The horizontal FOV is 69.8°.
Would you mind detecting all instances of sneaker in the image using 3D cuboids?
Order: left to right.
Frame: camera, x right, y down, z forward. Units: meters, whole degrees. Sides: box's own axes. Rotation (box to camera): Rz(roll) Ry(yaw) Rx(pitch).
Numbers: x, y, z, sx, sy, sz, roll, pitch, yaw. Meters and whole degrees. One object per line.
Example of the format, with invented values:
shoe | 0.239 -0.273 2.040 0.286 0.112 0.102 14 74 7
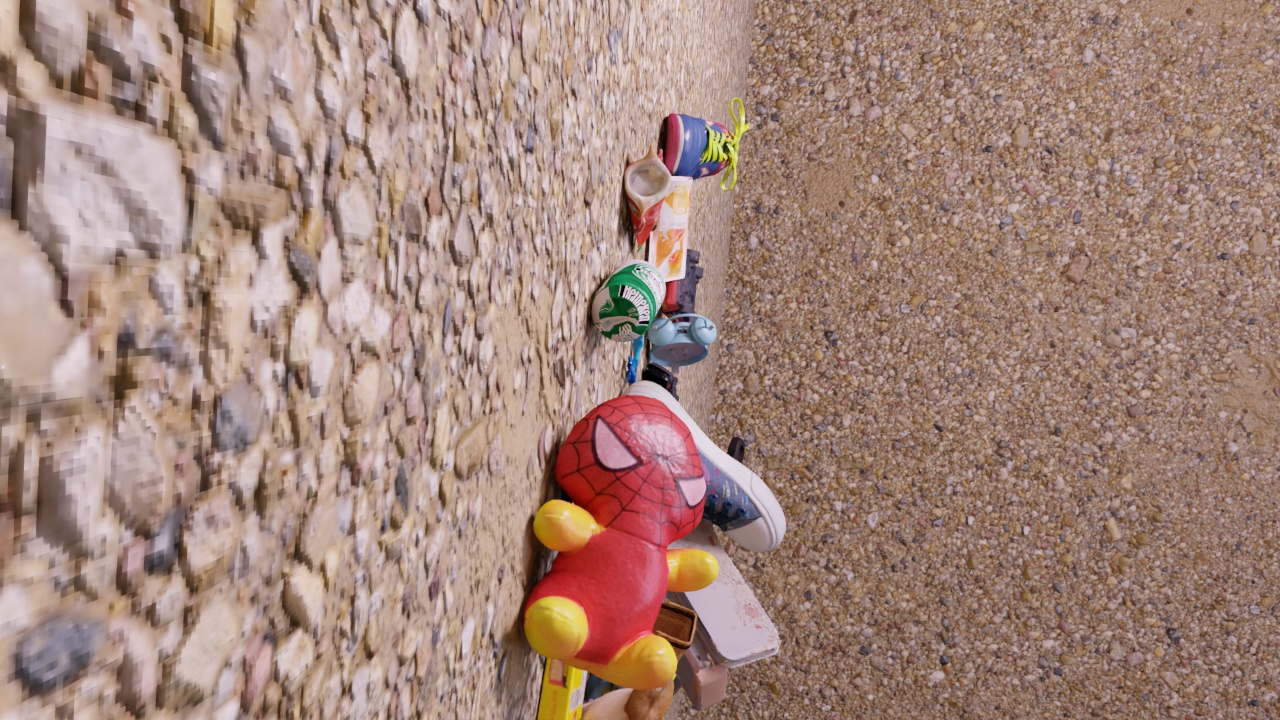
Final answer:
sneaker | 0.054 0.129 0.971 0.088 0.235 0.079 -37 -170 46
sneaker | 0.083 -0.273 1.155 0.241 0.091 0.116 -54 152 -73

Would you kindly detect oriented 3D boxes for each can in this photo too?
can | -0.009 -0.053 0.796 0.101 0.053 0.053 -64 159 -67

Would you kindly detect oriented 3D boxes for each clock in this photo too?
clock | -0.029 0.381 0.998 0.117 0.060 0.162 -65 156 -63
clock | 0.050 -0.026 1.150 0.123 0.087 0.042 105 -18 -64

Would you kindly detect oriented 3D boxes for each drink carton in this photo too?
drink carton | 0.033 -0.149 1.064 0.069 0.039 0.122 -15 115 -45

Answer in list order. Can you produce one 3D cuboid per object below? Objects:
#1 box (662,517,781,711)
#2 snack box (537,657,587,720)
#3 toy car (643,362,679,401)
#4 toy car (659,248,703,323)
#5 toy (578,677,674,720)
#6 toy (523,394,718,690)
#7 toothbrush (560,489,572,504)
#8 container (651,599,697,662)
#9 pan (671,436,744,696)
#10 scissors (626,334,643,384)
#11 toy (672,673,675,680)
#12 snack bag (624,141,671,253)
box | 0.042 0.252 0.969 0.216 0.094 0.108 55 -50 42
snack box | -0.058 0.230 0.779 0.075 0.025 0.152 66 31 -75
toy car | 0.022 0.039 1.163 0.036 0.042 0.092 -51 157 -25
toy car | 0.051 -0.094 1.193 0.189 0.056 0.081 31 67 -79
toy | -0.020 0.329 0.793 0.176 0.076 0.132 -54 -175 29
toy | -0.016 0.125 0.681 0.147 0.099 0.215 35 52 -30
toothbrush | -0.059 0.123 0.726 0.021 0.016 0.132 81 14 -64
container | -0.010 0.260 0.874 0.063 0.114 0.061 -55 163 -74
pan | 0.057 0.254 1.171 0.355 0.043 0.249 -66 149 -22
scissors | -0.009 0.022 1.029 0.103 0.015 0.134 -79 176 -56
toy | 0.028 0.315 1.032 0.094 0.041 0.095 87 5 -61
snack bag | 0.009 -0.158 0.924 0.155 0.044 0.087 71 31 -82
